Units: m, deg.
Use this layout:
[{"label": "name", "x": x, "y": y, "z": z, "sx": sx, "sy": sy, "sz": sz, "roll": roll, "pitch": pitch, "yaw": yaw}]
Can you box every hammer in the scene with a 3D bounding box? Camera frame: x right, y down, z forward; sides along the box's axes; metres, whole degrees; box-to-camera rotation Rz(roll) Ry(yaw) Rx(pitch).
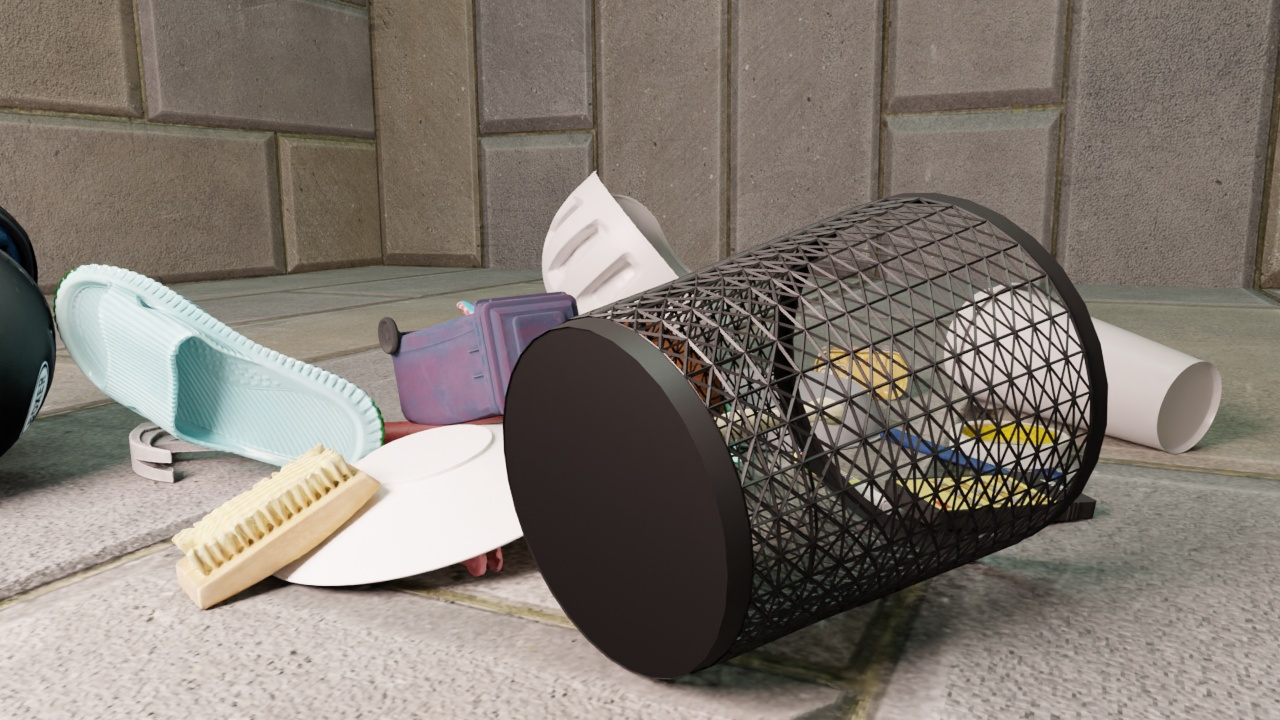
[{"label": "hammer", "x": -0.269, "y": 0.067, "z": 0.794, "sx": 0.315, "sy": 0.036, "sz": 0.126, "roll": -2, "pitch": 12, "yaw": -10}]

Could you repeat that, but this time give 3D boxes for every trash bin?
[{"label": "trash bin", "x": 0.075, "y": 0.036, "z": 0.478, "sx": 0.242, "sy": 0.217, "sz": 0.217, "roll": -16, "pitch": 17, "yaw": -36}, {"label": "trash bin", "x": -0.118, "y": -0.002, "z": 0.699, "sx": 0.093, "sy": 0.092, "sz": 0.161, "roll": -10, "pitch": 0, "yaw": -40}]

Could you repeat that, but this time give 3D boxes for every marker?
[{"label": "marker", "x": 0.149, "y": 0.089, "z": 0.685, "sx": 0.014, "sy": 0.014, "sz": 0.132, "roll": -3, "pitch": 10, "yaw": -16}]

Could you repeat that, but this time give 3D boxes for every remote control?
[{"label": "remote control", "x": 0.236, "y": 0.093, "z": 0.619, "sx": 0.133, "sy": 0.013, "sz": 0.058, "roll": 0, "pitch": 14, "yaw": -22}]

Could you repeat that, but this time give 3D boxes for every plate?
[{"label": "plate", "x": -0.138, "y": 0.073, "z": 0.602, "sx": 0.229, "sy": 0.030, "sz": 0.229, "roll": -11, "pitch": 16, "yaw": 3}]

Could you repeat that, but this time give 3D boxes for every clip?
[{"label": "clip", "x": -0.098, "y": 0.113, "z": 0.552, "sx": 0.060, "sy": 0.023, "sz": 0.044, "roll": -1, "pitch": 10, "yaw": 33}]

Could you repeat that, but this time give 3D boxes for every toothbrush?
[{"label": "toothbrush", "x": 0.263, "y": 0.077, "z": 0.742, "sx": 0.016, "sy": 0.017, "sz": 0.190, "roll": -4, "pitch": 10, "yaw": -26}]

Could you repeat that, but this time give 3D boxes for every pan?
[{"label": "pan", "x": 0.083, "y": 0.035, "z": 0.941, "sx": 0.200, "sy": 0.051, "sz": 0.357, "roll": -9, "pitch": 15, "yaw": -40}]

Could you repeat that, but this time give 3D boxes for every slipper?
[{"label": "slipper", "x": -0.327, "y": 0.021, "z": 0.691, "sx": 0.276, "sy": 0.116, "sz": 0.069, "roll": 23, "pitch": 25, "yaw": 0}]

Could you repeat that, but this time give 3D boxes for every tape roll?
[{"label": "tape roll", "x": 0.310, "y": 0.070, "z": 0.774, "sx": 0.094, "sy": 0.019, "sz": 0.094, "roll": 0, "pitch": 10, "yaw": 0}]

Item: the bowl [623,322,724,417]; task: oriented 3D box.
[{"label": "bowl", "x": -0.004, "y": 0.004, "z": 0.745, "sx": 0.147, "sy": 0.069, "sz": 0.147, "roll": 1, "pitch": 15, "yaw": 0}]

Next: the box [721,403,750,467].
[{"label": "box", "x": -0.014, "y": 0.069, "z": 0.719, "sx": 0.187, "sy": 0.057, "sz": 0.137, "roll": 0, "pitch": 21, "yaw": 0}]

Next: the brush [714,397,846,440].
[{"label": "brush", "x": 0.066, "y": 0.042, "z": 0.652, "sx": 0.271, "sy": 0.077, "sz": 0.062, "roll": 3, "pitch": 16, "yaw": -46}]

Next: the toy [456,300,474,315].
[{"label": "toy", "x": -0.116, "y": -0.001, "z": 0.990, "sx": 0.183, "sy": 0.115, "sz": 0.181, "roll": 38, "pitch": -5, "yaw": -25}]

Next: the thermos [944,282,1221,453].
[{"label": "thermos", "x": 0.406, "y": 0.009, "z": 0.856, "sx": 0.131, "sy": 0.132, "sz": 0.222, "roll": -5, "pitch": 19, "yaw": -26}]

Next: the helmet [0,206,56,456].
[{"label": "helmet", "x": -0.555, "y": -0.010, "z": 0.655, "sx": 0.236, "sy": 0.249, "sz": 0.315, "roll": 32, "pitch": 17, "yaw": 14}]

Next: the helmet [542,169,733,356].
[{"label": "helmet", "x": -0.001, "y": -0.084, "z": 0.965, "sx": 0.183, "sy": 0.224, "sz": 0.282, "roll": -45, "pitch": 4, "yaw": -9}]

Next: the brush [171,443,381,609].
[{"label": "brush", "x": -0.212, "y": 0.091, "z": 0.531, "sx": 0.116, "sy": 0.039, "sz": 0.049, "roll": -34, "pitch": 27, "yaw": -30}]

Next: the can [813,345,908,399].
[{"label": "can", "x": 0.243, "y": 0.012, "z": 1.020, "sx": 0.100, "sy": 0.054, "sz": 0.059, "roll": 2, "pitch": 9, "yaw": 10}]
